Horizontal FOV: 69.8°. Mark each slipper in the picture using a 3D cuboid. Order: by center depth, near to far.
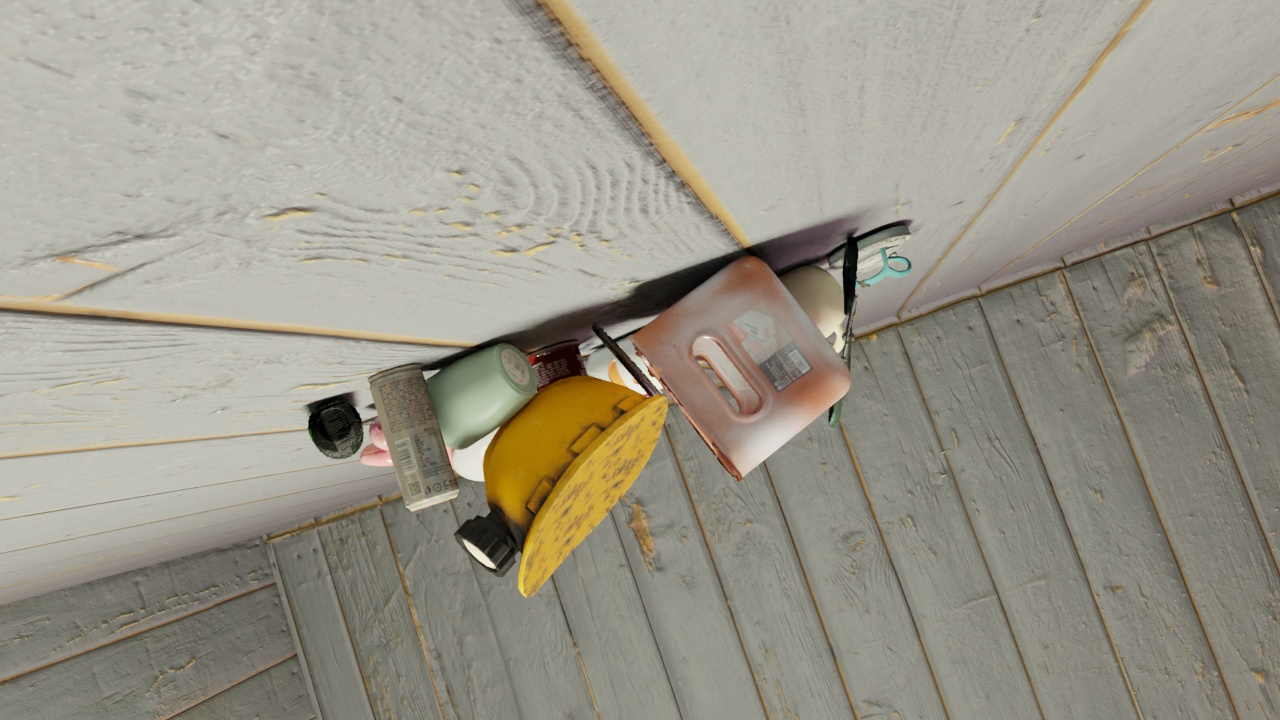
[{"bbox_3d":[0.289,-0.117,1.153,0.098,0.054,0.268,-17,177,11],"label":"slipper"}]

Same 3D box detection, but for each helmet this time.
[{"bbox_3d":[-0.093,0.108,0.979,0.254,0.131,0.206,-48,162,-26],"label":"helmet"}]

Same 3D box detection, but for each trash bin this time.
[{"bbox_3d":[0.104,0.009,0.987,0.157,0.181,0.260,-38,174,-2],"label":"trash bin"}]

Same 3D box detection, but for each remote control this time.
[{"bbox_3d":[-0.010,0.007,1.050,0.013,0.136,0.033,-40,-143,0],"label":"remote control"}]

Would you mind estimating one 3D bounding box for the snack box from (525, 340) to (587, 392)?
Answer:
[{"bbox_3d":[-0.090,0.044,1.106,0.072,0.121,0.072,-19,176,-1],"label":"snack box"}]

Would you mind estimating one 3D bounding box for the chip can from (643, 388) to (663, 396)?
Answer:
[{"bbox_3d":[-0.075,0.058,1.597,0.221,0.069,0.069,-19,175,10],"label":"chip can"}]

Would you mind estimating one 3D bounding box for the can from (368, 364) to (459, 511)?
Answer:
[{"bbox_3d":[-0.221,0.076,0.897,0.054,0.135,0.054,-19,174,-2],"label":"can"}]

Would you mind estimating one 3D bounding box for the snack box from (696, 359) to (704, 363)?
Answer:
[{"bbox_3d":[0.076,-0.021,1.374,0.057,0.056,0.207,-15,173,-30],"label":"snack box"}]

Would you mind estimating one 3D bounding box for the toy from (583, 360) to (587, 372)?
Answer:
[{"bbox_3d":[-0.117,0.028,1.309,0.122,0.038,0.079,-15,-179,-10],"label":"toy"}]

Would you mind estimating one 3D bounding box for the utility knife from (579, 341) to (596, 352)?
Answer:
[{"bbox_3d":[-0.099,-0.003,1.191,0.022,0.015,0.177,12,160,-23],"label":"utility knife"}]

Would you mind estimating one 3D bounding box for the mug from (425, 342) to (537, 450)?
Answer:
[{"bbox_3d":[-0.158,0.032,0.958,0.104,0.084,0.111,-31,169,22],"label":"mug"}]

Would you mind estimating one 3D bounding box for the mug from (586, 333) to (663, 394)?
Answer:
[{"bbox_3d":[-0.007,0.007,1.232,0.106,0.082,0.082,-21,174,34],"label":"mug"}]

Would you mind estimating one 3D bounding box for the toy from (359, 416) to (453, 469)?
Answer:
[{"bbox_3d":[-0.277,0.094,1.170,0.192,0.096,0.236,-29,164,9],"label":"toy"}]

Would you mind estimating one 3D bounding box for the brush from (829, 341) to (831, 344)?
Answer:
[{"bbox_3d":[0.228,-0.043,1.203,0.008,0.143,0.045,-14,-178,-34],"label":"brush"}]

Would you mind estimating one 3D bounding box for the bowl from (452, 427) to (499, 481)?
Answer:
[{"bbox_3d":[-0.158,0.091,1.178,0.176,0.066,0.177,-50,165,-18],"label":"bowl"}]

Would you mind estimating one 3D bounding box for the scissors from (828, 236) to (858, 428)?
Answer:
[{"bbox_3d":[0.222,-0.032,0.999,0.015,0.203,0.202,6,144,6],"label":"scissors"}]

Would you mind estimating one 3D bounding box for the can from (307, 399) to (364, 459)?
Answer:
[{"bbox_3d":[-0.325,0.076,0.984,0.054,0.054,0.138,-17,175,-18],"label":"can"}]

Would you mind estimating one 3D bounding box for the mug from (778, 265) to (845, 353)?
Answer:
[{"bbox_3d":[0.206,-0.055,1.127,0.100,0.120,0.096,-37,179,37],"label":"mug"}]
